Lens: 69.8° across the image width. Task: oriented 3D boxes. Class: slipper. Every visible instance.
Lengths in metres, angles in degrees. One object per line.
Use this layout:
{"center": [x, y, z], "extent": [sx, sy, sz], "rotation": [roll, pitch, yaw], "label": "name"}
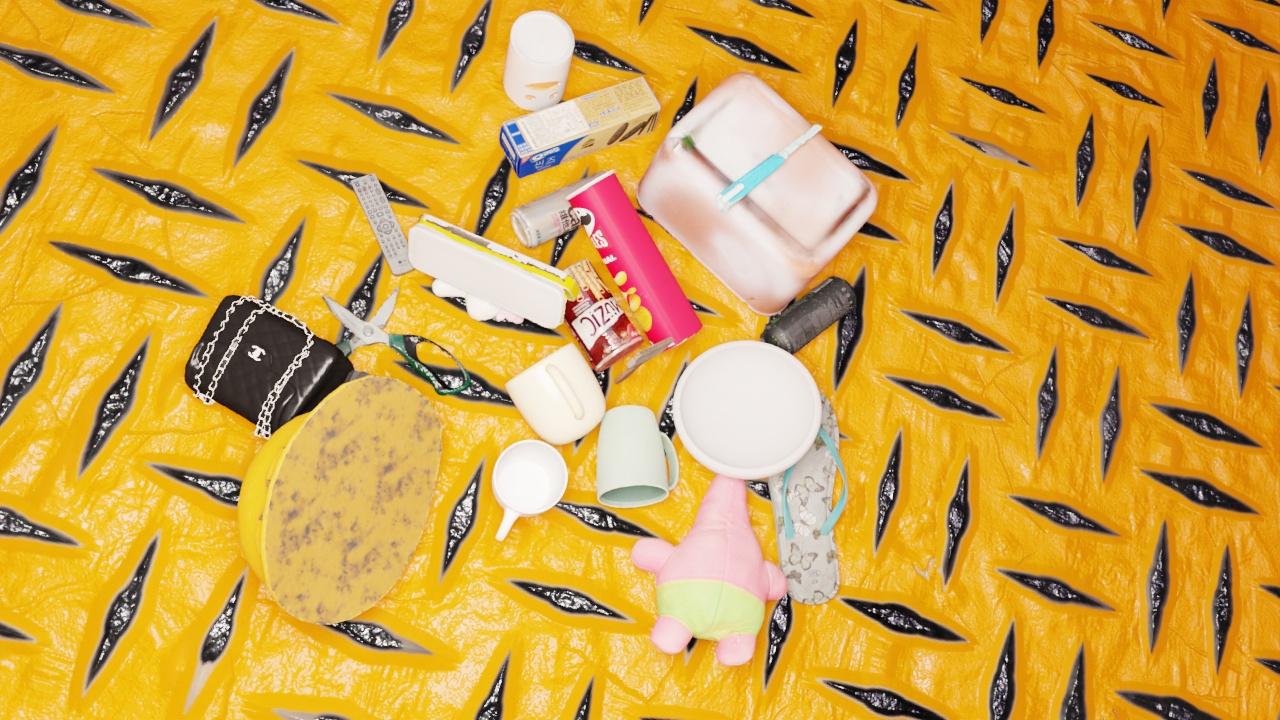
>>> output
{"center": [0.204, 0.162, 1.129], "extent": [0.098, 0.055, 0.268], "rotation": [5, 75, -9], "label": "slipper"}

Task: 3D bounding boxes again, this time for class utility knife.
{"center": [0.155, -0.229, 1.079], "extent": [0.176, 0.015, 0.022], "rotation": [-38, 86, -18], "label": "utility knife"}

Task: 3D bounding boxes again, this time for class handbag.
{"center": [-0.413, 0.008, 0.992], "extent": [0.154, 0.115, 0.125], "rotation": [28, 77, 7], "label": "handbag"}

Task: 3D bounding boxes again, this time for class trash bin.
{"center": [0.146, -0.213, 1.165], "extent": [0.259, 0.158, 0.181], "rotation": [43, 70, 2], "label": "trash bin"}

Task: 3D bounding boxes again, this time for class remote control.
{"center": [-0.313, -0.166, 1.123], "extent": [0.033, 0.013, 0.136], "rotation": [-24, 81, -17], "label": "remote control"}

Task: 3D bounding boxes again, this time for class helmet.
{"center": [-0.334, 0.136, 0.964], "extent": [0.131, 0.205, 0.254], "rotation": [5, 64, 33], "label": "helmet"}

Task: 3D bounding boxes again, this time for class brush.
{"center": [-0.006, 0.006, 1.076], "extent": [0.045, 0.143, 0.008], "rotation": [-25, 83, -27], "label": "brush"}

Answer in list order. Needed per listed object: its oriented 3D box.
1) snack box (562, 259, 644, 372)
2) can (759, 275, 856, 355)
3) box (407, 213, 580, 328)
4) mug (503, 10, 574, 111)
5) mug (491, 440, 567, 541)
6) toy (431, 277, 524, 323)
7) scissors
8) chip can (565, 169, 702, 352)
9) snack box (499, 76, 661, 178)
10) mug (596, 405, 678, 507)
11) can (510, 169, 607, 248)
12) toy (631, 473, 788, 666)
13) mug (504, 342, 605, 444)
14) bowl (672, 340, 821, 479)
{"center": [-0.057, -0.055, 1.119], "extent": [0.072, 0.072, 0.121], "rotation": [-32, 83, -19], "label": "snack box"}
{"center": [0.219, -0.056, 1.191], "extent": [0.137, 0.054, 0.054], "rotation": [-36, 85, -19], "label": "can"}
{"center": [-0.173, -0.110, 1.070], "extent": [0.210, 0.067, 0.069], "rotation": [24, 62, 11], "label": "box"}
{"center": [-0.131, -0.381, 1.175], "extent": [0.082, 0.105, 0.082], "rotation": [3, 74, -12], "label": "mug"}
{"center": [-0.135, 0.152, 1.035], "extent": [0.081, 0.088, 0.114], "rotation": [27, 71, -4], "label": "mug"}
{"center": [-0.189, -0.086, 1.116], "extent": [0.122, 0.038, 0.079], "rotation": [32, 73, 6], "label": "toy"}
{"center": [-0.316, 0.011, 1.074], "extent": [0.201, 0.015, 0.203], "rotation": [38, 72, -1], "label": "scissors"}
{"center": [-0.006, -0.119, 1.121], "extent": [0.069, 0.069, 0.220], "rotation": [-34, 100, -19], "label": "chip can"}
{"center": [-0.078, -0.302, 1.193], "extent": [0.206, 0.057, 0.056], "rotation": [-24, 77, -17], "label": "snack box"}
{"center": [0.000, 0.115, 1.087], "extent": [0.111, 0.084, 0.104], "rotation": [18, 56, -36], "label": "mug"}
{"center": [-0.094, -0.191, 1.158], "extent": [0.135, 0.054, 0.054], "rotation": [-27, 82, -18], "label": "can"}
{"center": [0.086, 0.235, 1.066], "extent": [0.192, 0.097, 0.236], "rotation": [16, 58, -5], "label": "toy"}
{"center": [-0.090, 0.045, 1.059], "extent": [0.096, 0.120, 0.100], "rotation": [-33, 95, -14], "label": "mug"}
{"center": [0.129, 0.067, 1.119], "extent": [0.176, 0.066, 0.176], "rotation": [-2, 64, 4], "label": "bowl"}
